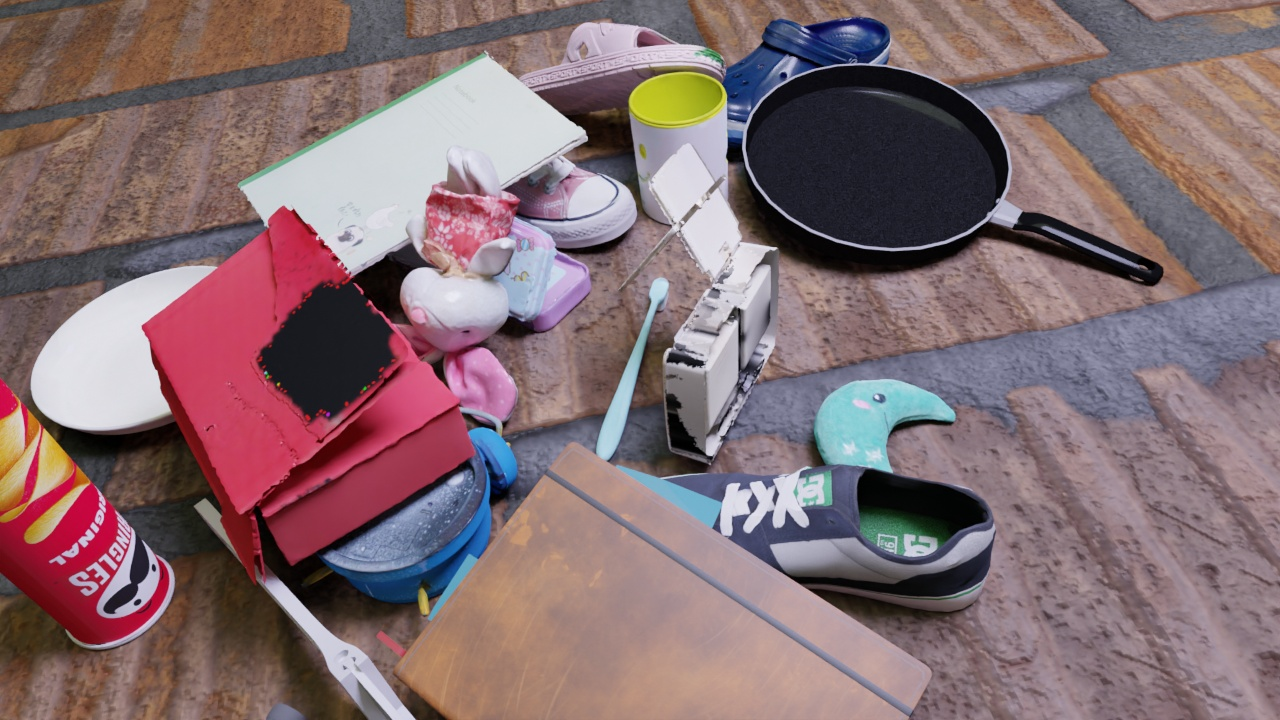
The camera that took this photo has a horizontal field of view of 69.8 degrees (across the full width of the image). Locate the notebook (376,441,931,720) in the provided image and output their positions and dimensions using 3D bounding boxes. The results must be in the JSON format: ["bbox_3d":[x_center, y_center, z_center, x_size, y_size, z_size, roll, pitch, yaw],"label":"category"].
[{"bbox_3d":[0.005,0.154,0.485,0.249,0.014,0.178,30,70,21],"label":"notebook"}]

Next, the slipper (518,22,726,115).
[{"bbox_3d":[-0.027,-0.282,0.871,0.240,0.064,0.094,4,-2,42],"label":"slipper"}]

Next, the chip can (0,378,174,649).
[{"bbox_3d":[-0.351,0.082,0.523,0.069,0.221,0.069,-4,46,4],"label":"chip can"}]

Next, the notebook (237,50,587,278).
[{"bbox_3d":[-0.195,-0.166,0.768,0.252,0.010,0.182,-34,52,-15],"label":"notebook"}]

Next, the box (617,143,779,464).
[{"bbox_3d":[0.038,-0.047,0.611,0.069,0.192,0.143,14,43,21],"label":"box"}]

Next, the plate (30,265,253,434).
[{"bbox_3d":[-0.388,-0.005,0.741,0.182,0.034,0.182,-4,46,4],"label":"plate"}]

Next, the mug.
[{"bbox_3d":[0.035,-0.184,0.802,0.082,0.106,0.082,-4,46,4],"label":"mug"}]

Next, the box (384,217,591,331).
[{"bbox_3d":[-0.149,-0.094,0.775,0.214,0.096,0.077,26,82,28],"label":"box"}]

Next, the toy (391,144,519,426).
[{"bbox_3d":[-0.138,-0.059,0.680,0.159,0.194,0.084,22,13,21],"label":"toy"}]

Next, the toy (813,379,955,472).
[{"bbox_3d":[0.161,0.048,0.617,0.085,0.033,0.105,26,53,15],"label":"toy"}]

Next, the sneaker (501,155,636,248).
[{"bbox_3d":[-0.114,-0.172,0.825,0.241,0.088,0.118,17,51,23],"label":"sneaker"}]

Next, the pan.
[{"bbox_3d":[0.254,-0.142,0.771,0.356,0.034,0.224,30,62,19],"label":"pan"}]

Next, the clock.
[{"bbox_3d":[-0.145,0.086,0.604,0.117,0.060,0.161,10,47,18],"label":"clock"}]

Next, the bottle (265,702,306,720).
[{"bbox_3d":[-0.216,0.235,0.480,0.047,0.047,0.112,14,50,20],"label":"bottle"}]

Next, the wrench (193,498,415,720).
[{"bbox_3d":[-0.200,0.157,0.548,0.273,0.087,0.018,25,54,40],"label":"wrench"}]

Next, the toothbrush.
[{"bbox_3d":[-0.004,0.004,0.693,0.016,0.017,0.180,8,50,13],"label":"toothbrush"}]

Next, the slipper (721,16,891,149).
[{"bbox_3d":[0.148,-0.295,0.904,0.252,0.095,0.105,-32,53,-25],"label":"slipper"}]

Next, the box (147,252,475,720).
[{"bbox_3d":[-0.228,0.112,0.657,0.152,0.326,0.214,-19,41,-33],"label":"box"}]

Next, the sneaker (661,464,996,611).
[{"bbox_3d":[0.088,0.093,0.549,0.235,0.079,0.084,3,48,12],"label":"sneaker"}]
